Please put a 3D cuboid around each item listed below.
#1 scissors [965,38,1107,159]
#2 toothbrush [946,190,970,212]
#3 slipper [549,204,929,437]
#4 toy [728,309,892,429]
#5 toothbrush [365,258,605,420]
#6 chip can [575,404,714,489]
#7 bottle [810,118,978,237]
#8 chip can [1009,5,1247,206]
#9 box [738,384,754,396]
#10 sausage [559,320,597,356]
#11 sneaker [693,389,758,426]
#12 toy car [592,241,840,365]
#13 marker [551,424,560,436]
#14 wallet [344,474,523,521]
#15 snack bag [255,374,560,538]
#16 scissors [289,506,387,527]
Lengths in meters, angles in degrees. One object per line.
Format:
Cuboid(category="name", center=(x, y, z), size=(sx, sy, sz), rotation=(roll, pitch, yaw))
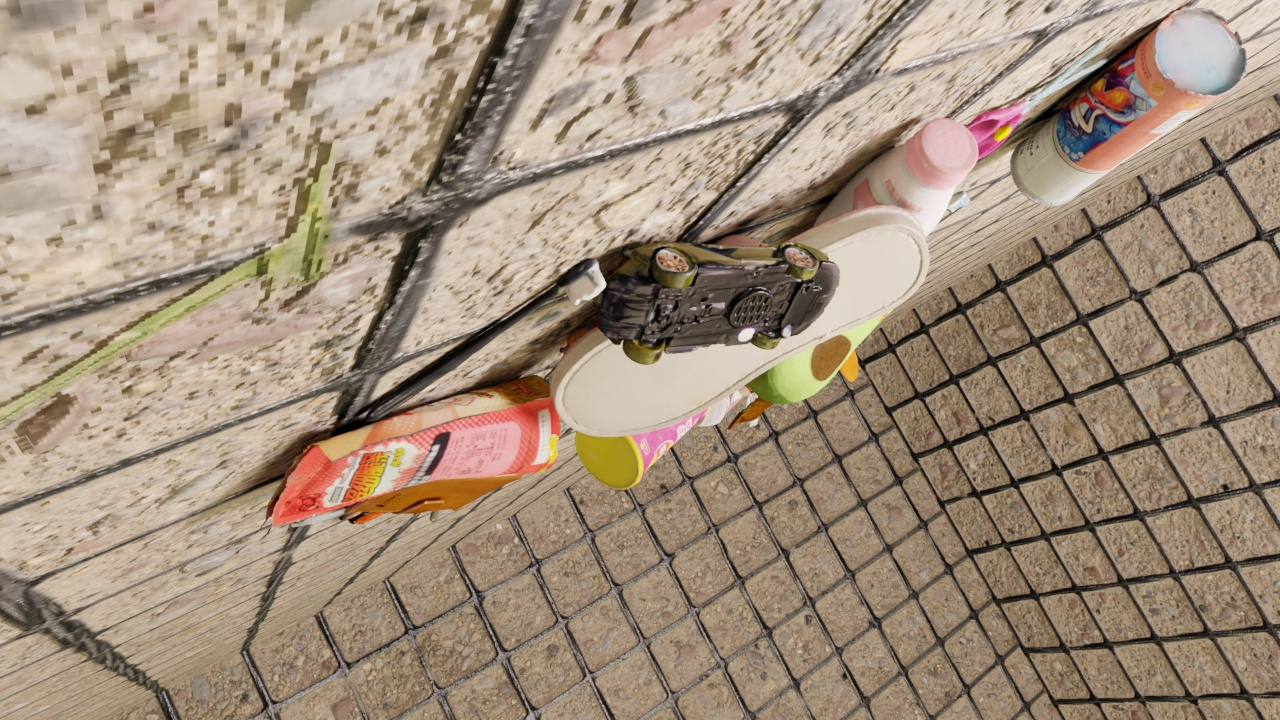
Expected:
Cuboid(category="scissors", center=(0.273, -0.182, 0.657), size=(0.125, 0.017, 0.134), rotation=(-18, 164, -37))
Cuboid(category="toothbrush", center=(0.238, -0.112, 0.958), size=(0.225, 0.026, 0.027), rotation=(-33, 135, 30))
Cuboid(category="slipper", center=(0.059, -0.029, 0.621), size=(0.275, 0.054, 0.114), rotation=(-27, 133, 15))
Cuboid(category="toy", center=(0.162, -0.030, 0.868), size=(0.247, 0.090, 0.227), rotation=(-46, 144, 2))
Cuboid(category="toothbrush", center=(-0.093, -0.006, 0.523), size=(0.181, 0.018, 0.015), rotation=(-30, 176, 23))
Cuboid(category="chip can", center=(0.028, 0.036, 0.876), size=(0.072, 0.071, 0.209), rotation=(-36, -178, 46))
Cuboid(category="bottle", center=(0.166, -0.100, 0.643), size=(0.068, 0.068, 0.197), rotation=(-26, 169, -18))
Cuboid(category="chip can", center=(0.384, -0.195, 0.743), size=(0.071, 0.071, 0.215), rotation=(-27, 173, -9))
Cuboid(category="box", center=(0.150, -0.017, 1.037), size=(0.079, 0.091, 0.168), rotation=(-27, 174, 19))
Cuboid(category="sausage", center=(0.012, -0.041, 0.646), size=(0.156, 0.020, 0.020), rotation=(-27, 173, -3))
Cuboid(category="sneaker", center=(0.095, 0.028, 1.097), size=(0.088, 0.118, 0.241), rotation=(-10, 178, 0))
Cuboid(category="toy car", center=(0.047, -0.038, 0.539), size=(0.158, 0.042, 0.070), rotation=(-3, 136, -28))
Cuboid(category="marker", center=(-0.125, 0.083, 1.002), size=(0.023, 0.018, 0.130), rotation=(-22, 175, 23))
Cuboid(category="wallet", center=(-0.191, 0.114, 0.838), size=(0.119, 0.035, 0.130), rotation=(-34, 154, 32))
Cuboid(category="snack bag", center=(-0.150, 0.065, 0.635), size=(0.207, 0.073, 0.129), rotation=(-12, 160, -48))
Cuboid(category="scissors", center=(-0.281, 0.150, 0.876), size=(0.137, 0.021, 0.234), rotation=(-31, 172, 27))
